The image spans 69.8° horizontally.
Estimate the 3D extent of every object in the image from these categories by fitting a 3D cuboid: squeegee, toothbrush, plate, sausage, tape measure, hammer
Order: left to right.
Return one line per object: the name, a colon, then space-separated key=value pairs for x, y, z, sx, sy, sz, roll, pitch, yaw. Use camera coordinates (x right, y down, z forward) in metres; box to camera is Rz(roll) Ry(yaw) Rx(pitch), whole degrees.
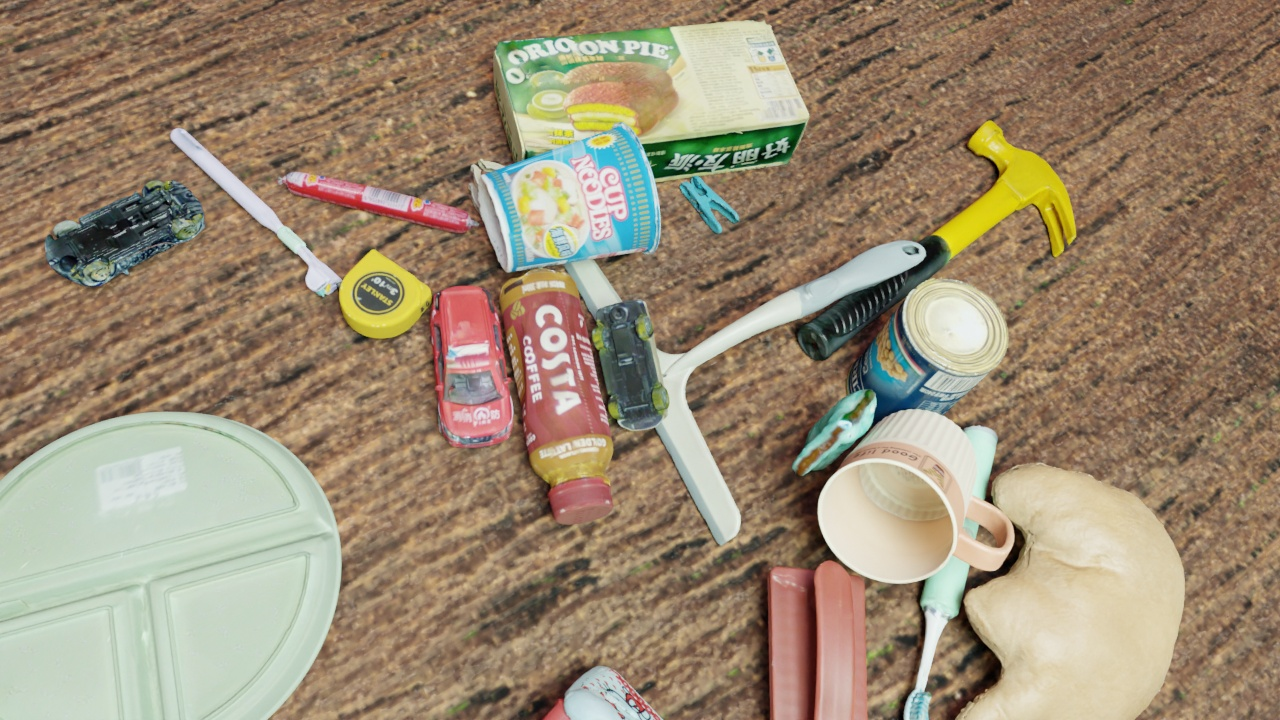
plate: x=-0.301 y=0.132 z=0.552 sx=0.230 sy=0.028 sz=0.229 roll=4 pitch=63 yaw=-8
toothbrush: x=-0.290 y=-0.114 z=0.683 sx=0.189 sy=0.021 sz=0.029 roll=42 pitch=26 yaw=14
sausage: x=-0.200 y=-0.121 z=0.701 sx=0.156 sy=0.020 sz=0.020 roll=13 pitch=62 yaw=-3
tape measure: x=-0.186 y=-0.043 z=0.658 sx=0.060 sy=0.029 sz=0.057 roll=33 pitch=62 yaw=8
squeegee: x=0.104 y=-0.034 z=0.664 sx=0.246 sy=0.039 sz=0.246 roll=-26 pitch=69 yaw=-7
hammer: x=0.243 y=-0.090 z=0.751 sx=0.300 sy=0.033 sz=0.129 roll=-34 pitch=72 yaw=-23
toothbrush: x=0.212 y=0.142 z=0.631 sx=0.026 sy=0.027 sz=0.224 roll=29 pitch=62 yaw=-7

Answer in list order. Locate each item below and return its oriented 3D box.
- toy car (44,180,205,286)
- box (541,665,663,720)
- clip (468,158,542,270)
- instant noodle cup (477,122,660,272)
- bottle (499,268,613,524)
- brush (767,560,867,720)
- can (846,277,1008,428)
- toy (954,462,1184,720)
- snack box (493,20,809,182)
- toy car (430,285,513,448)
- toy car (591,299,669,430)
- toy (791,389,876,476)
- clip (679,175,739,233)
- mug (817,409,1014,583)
toy car: x=-0.363 y=-0.089 z=0.650 sx=0.105 sy=0.031 sz=0.049 roll=-34 pitch=73 yaw=-24
box: x=0.033 y=0.254 z=0.508 sx=0.068 sy=0.091 sz=0.201 roll=-42 pitch=76 yaw=-17
clip: x=-0.091 y=-0.116 z=0.709 sx=0.098 sy=0.034 sz=0.064 roll=40 pitch=63 yaw=6
instant noodle cup: x=-0.054 y=-0.109 z=0.657 sx=0.109 sy=0.099 sz=0.099 roll=-18 pitch=68 yaw=-15
bottle: x=-0.055 y=0.024 z=0.629 sx=0.057 sy=0.058 sz=0.174 roll=-8 pitch=65 yaw=-13
brush: x=0.109 y=0.200 z=0.561 sx=0.063 sy=0.069 sz=0.145 roll=7 pitch=62 yaw=-5
can: x=0.202 y=0.000 z=0.653 sx=0.075 sy=0.111 sz=0.075 roll=4 pitch=63 yaw=-8
toy: x=0.278 y=0.178 z=0.600 sx=0.143 sy=0.083 sz=0.225 roll=23 pitch=65 yaw=7
snack box: x=0.007 y=-0.210 z=0.755 sx=0.239 sy=0.063 sz=0.114 roll=-11 pitch=66 yaw=-14
toy car: x=-0.119 y=0.002 z=0.639 sx=0.053 sy=0.045 sz=0.120 roll=-8 pitch=67 yaw=-12
toy car: x=-0.004 y=0.004 z=0.645 sx=0.042 sy=0.035 sz=0.090 roll=-12 pitch=88 yaw=24
toy: x=0.132 y=0.051 z=0.629 sx=0.030 sy=0.092 sz=0.096 roll=43 pitch=68 yaw=14
clip: x=0.055 y=-0.128 z=0.750 sx=0.041 sy=0.014 sz=0.056 roll=-35 pitch=73 yaw=-24
mug: x=0.185 y=0.091 z=0.595 sx=0.114 sy=0.082 sz=0.105 roll=27 pitch=27 yaw=19
